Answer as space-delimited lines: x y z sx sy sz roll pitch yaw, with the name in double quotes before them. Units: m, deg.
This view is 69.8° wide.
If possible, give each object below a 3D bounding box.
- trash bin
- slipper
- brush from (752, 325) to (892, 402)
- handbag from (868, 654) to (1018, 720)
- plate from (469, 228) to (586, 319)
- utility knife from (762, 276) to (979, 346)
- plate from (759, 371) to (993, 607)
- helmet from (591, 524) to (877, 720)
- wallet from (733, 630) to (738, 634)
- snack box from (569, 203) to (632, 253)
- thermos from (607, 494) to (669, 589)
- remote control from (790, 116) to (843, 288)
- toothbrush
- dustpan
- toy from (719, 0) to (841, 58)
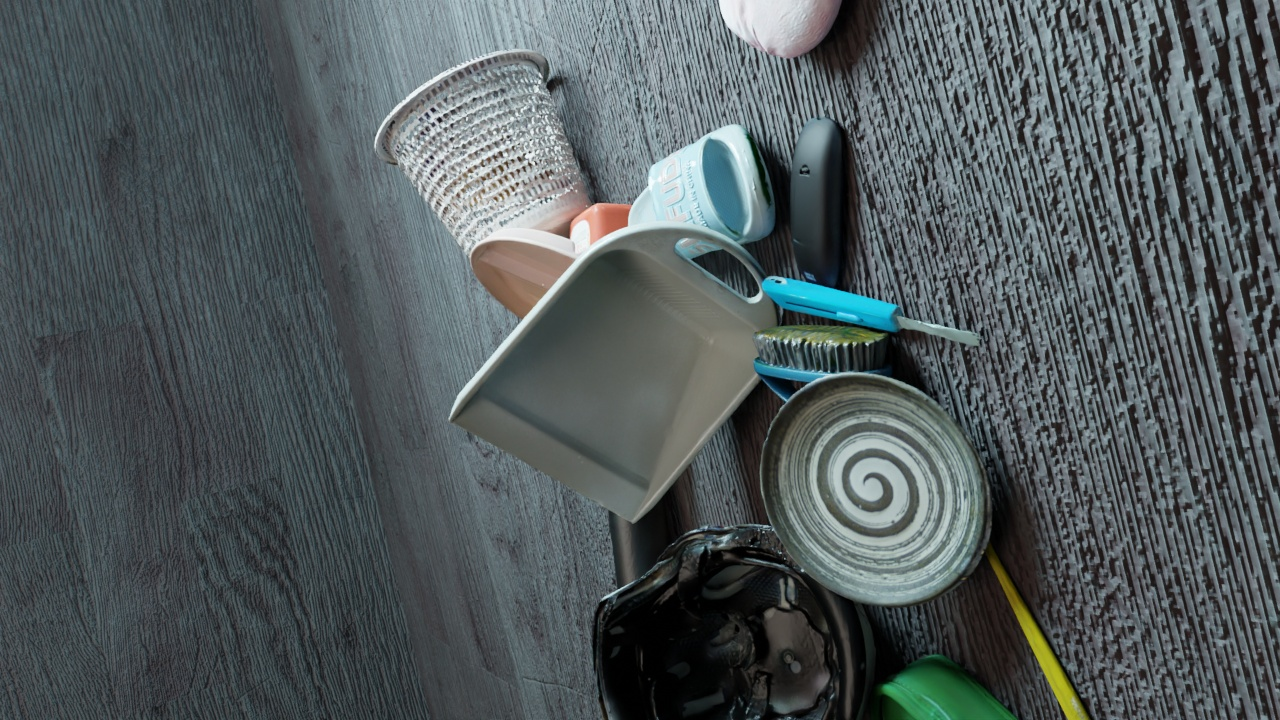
"trash bin" -0.163 -0.215 1.069 0.192 0.226 0.228 61 151 3
"slipper" 0.039 -0.141 0.847 0.246 0.074 0.104 -17 86 64
"brush" 0.143 0.009 0.738 0.144 0.055 0.073 11 110 60
"handbag" 0.232 0.301 0.692 0.131 0.067 0.120 40 137 49
"plate" -0.074 -0.071 0.985 0.230 0.229 0.028 -23 39 62
"utility knife" 0.171 -0.037 0.698 0.034 0.018 0.216 46 167 -32
"plate" 0.172 0.095 0.680 0.180 0.024 0.179 10 105 38
"helmet" 0.097 0.270 0.816 0.275 0.156 0.230 -36 59 22
"wallet" 0.068 0.299 0.974 0.096 0.020 0.123 33 147 0
"snack box" -0.038 -0.123 0.995 0.091 0.082 0.080 -18 76 62
"thermos" 0.006 0.230 1.075 0.069 0.089 0.242 -5 93 28
"remote control" 0.137 -0.121 0.724 0.053 0.024 0.136 26 125 57
"toothbrush" 0.267 0.189 0.630 0.190 0.016 0.016 66 148 19
"dustpan" -0.005 0.005 0.824 0.257 0.222 0.143 -60 19 -5
"toy" 0.105 -0.306 0.668 0.121 0.054 0.160 37 135 40
